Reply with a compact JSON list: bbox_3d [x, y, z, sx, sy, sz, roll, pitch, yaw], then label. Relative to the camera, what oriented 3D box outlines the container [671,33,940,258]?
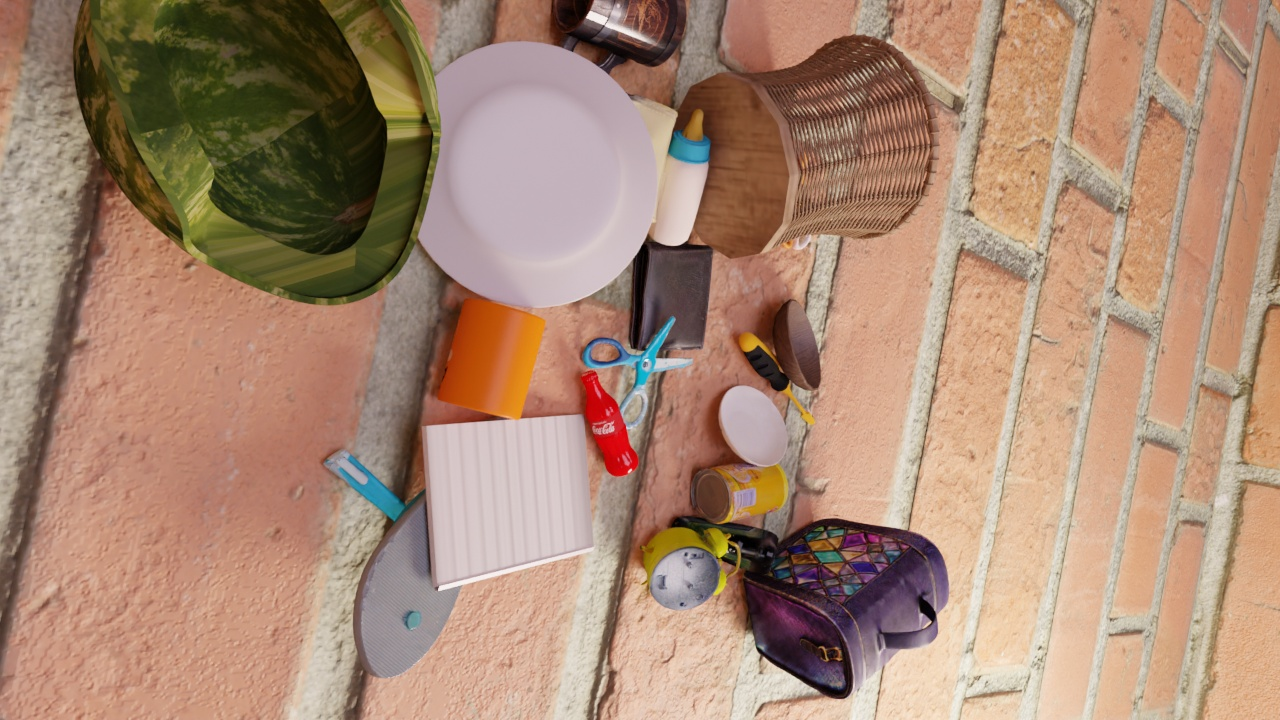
[{"bbox_3d":[0.167,-0.222,0.985,0.195,0.227,0.227,-19,108,-31],"label":"container"}]

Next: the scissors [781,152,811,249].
[{"bbox_3d":[0.200,-0.202,1.149,0.064,0.013,0.128,8,92,-42],"label":"scissors"}]

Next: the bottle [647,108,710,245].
[{"bbox_3d":[0.043,-0.192,0.953,0.051,0.051,0.146,-18,137,-38],"label":"bottle"}]

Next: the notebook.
[{"bbox_3d":[-0.120,0.128,0.878,0.209,0.009,0.142,0,85,-53],"label":"notebook"}]

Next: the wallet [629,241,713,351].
[{"bbox_3d":[0.034,-0.070,1.017,0.099,0.031,0.120,-2,100,-38],"label":"wallet"}]

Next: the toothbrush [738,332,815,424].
[{"bbox_3d":[0.175,0.027,1.151,0.196,0.031,0.030,47,34,-38],"label":"toothbrush"}]

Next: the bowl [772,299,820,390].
[{"bbox_3d":[0.190,-0.016,1.135,0.118,0.030,0.117,41,41,-50],"label":"bowl"}]

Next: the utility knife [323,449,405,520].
[{"bbox_3d":[-0.220,0.142,0.836,0.022,0.015,0.181,-49,126,-20],"label":"utility knife"}]

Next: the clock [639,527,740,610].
[{"bbox_3d":[0.058,0.232,1.034,0.119,0.057,0.083,-3,112,-12],"label":"clock"}]

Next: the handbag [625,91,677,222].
[{"bbox_3d":[-0.030,-0.204,0.911,0.111,0.081,0.119,10,91,-34],"label":"handbag"}]

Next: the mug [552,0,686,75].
[{"bbox_3d":[-0.028,-0.326,0.902,0.107,0.080,0.116,5,119,-40],"label":"mug"}]

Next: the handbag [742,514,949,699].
[{"bbox_3d":[0.263,0.301,1.136,0.204,0.222,0.125,-25,111,-37],"label":"handbag"}]

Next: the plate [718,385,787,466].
[{"bbox_3d":[0.130,0.082,1.104,0.104,0.026,0.104,20,53,-29],"label":"plate"}]

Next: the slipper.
[{"bbox_3d":[-0.188,0.154,0.835,0.098,0.055,0.268,57,46,-34],"label":"slipper"}]

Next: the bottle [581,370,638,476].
[{"bbox_3d":[-0.036,0.065,0.969,0.036,0.036,0.119,-34,117,-32],"label":"bottle"}]

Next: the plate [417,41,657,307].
[{"bbox_3d":[-0.096,-0.170,0.838,0.242,0.016,0.242,-1,93,-19],"label":"plate"}]

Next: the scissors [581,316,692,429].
[{"bbox_3d":[-0.007,0.005,0.986,0.137,0.011,0.134,31,93,-31],"label":"scissors"}]

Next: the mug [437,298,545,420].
[{"bbox_3d":[-0.131,0.002,0.861,0.112,0.078,0.096,26,77,-68],"label":"mug"}]

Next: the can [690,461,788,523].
[{"bbox_3d":[0.120,0.155,1.094,0.104,0.068,0.067,-4,98,-40],"label":"can"}]

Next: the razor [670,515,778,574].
[{"bbox_3d":[0.104,0.216,1.094,0.151,0.067,0.054,23,78,-32],"label":"razor"}]

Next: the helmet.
[{"bbox_3d":[-0.249,-0.168,0.621,0.213,0.248,0.243,-29,73,-17],"label":"helmet"}]
